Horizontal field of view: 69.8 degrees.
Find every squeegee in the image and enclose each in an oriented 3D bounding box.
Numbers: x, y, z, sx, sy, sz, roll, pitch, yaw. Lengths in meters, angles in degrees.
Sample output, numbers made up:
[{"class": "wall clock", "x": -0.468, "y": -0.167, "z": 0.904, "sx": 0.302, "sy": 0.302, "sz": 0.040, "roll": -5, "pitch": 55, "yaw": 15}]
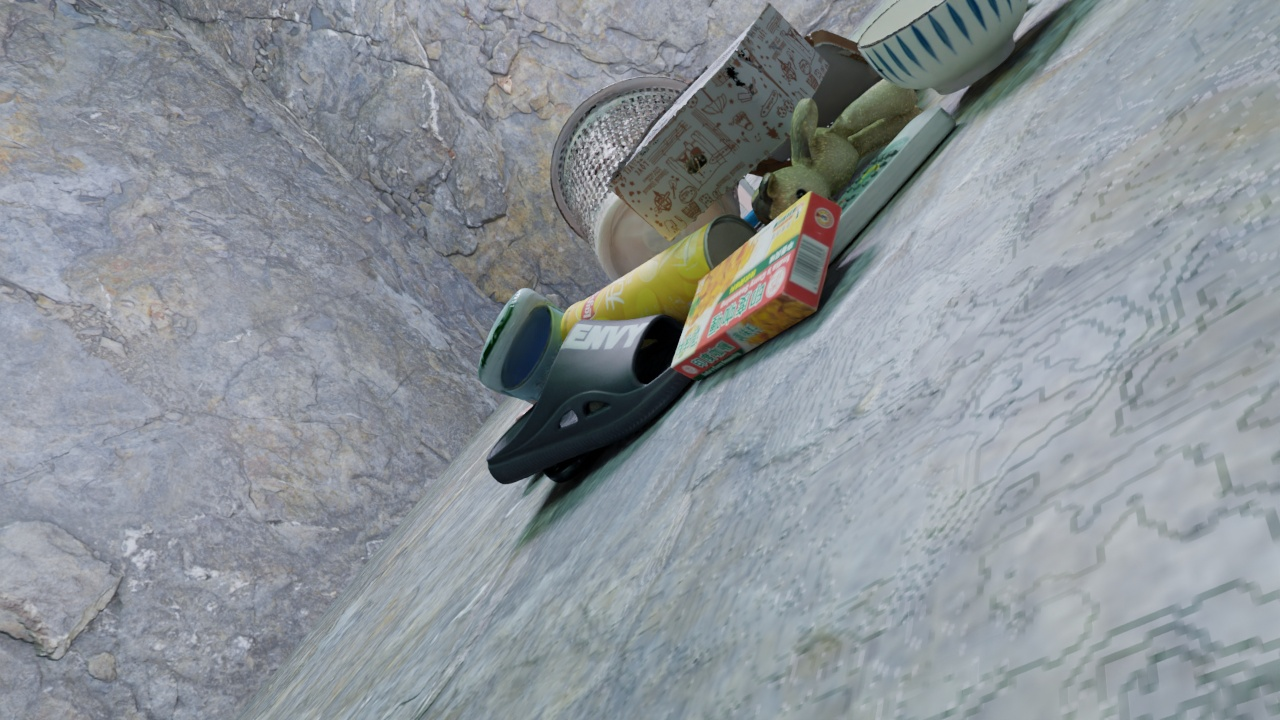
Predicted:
[{"class": "squeegee", "x": 0.072, "y": -0.144, "z": 1.239, "sx": 0.250, "sy": 0.040, "sz": 0.247, "roll": -51, "pitch": 23, "yaw": 17}]

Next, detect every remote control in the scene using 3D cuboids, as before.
[{"class": "remote control", "x": -0.065, "y": 0.084, "z": 0.821, "sx": 0.053, "sy": 0.024, "sz": 0.136, "roll": -40, "pitch": 14, "yaw": -8}, {"class": "remote control", "x": 0.155, "y": -0.115, "z": 0.621, "sx": 0.135, "sy": 0.019, "sz": 0.056, "roll": -48, "pitch": 6, "yaw": -1}]

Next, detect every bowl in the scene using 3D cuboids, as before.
[{"class": "bowl", "x": 0.218, "y": -0.230, "z": 0.639, "sx": 0.116, "sy": 0.066, "sz": 0.116, "roll": -37, "pitch": 17, "yaw": 13}]

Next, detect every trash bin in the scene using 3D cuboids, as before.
[{"class": "trash bin", "x": 0.019, "y": -0.171, "z": 1.004, "sx": 0.228, "sy": 0.227, "sz": 0.191, "roll": -45, "pitch": 29, "yaw": 21}]

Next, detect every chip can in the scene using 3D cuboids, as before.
[{"class": "chip can", "x": 0.015, "y": -0.052, "z": 0.795, "sx": 0.214, "sy": 0.072, "sz": 0.071, "roll": -26, "pitch": 21, "yaw": 50}]

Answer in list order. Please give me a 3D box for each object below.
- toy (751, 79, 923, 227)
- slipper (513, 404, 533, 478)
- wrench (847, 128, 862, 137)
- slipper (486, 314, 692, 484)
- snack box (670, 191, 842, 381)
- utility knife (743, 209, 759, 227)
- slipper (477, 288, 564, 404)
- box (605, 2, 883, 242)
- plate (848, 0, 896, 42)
[{"class": "toy", "x": 0.147, "y": -0.150, "z": 0.681, "sx": 0.157, "sy": 0.066, "sz": 0.105, "roll": -40, "pitch": -38, "yaw": -14}, {"class": "slipper", "x": -0.104, "y": 0.057, "z": 1.098, "sx": 0.114, "sy": 0.054, "sz": 0.273, "roll": -49, "pitch": 5, "yaw": 20}, {"class": "wrench", "x": 0.241, "y": -0.265, "z": 0.958, "sx": 0.272, "sy": 0.016, "sz": 0.056, "roll": -51, "pitch": 4, "yaw": -26}, {"class": "slipper", "x": -0.052, "y": 0.023, "z": 0.764, "sx": 0.269, "sy": 0.083, "sz": 0.110, "roll": -30, "pitch": 18, "yaw": 36}, {"class": "snack box", "x": 0.073, "y": -0.044, "z": 0.612, "sx": 0.156, "sy": 0.027, "sz": 0.076, "roll": -36, "pitch": 32, "yaw": 61}, {"class": "utility knife", "x": 0.153, "y": -0.186, "z": 1.046, "sx": 0.217, "sy": 0.018, "sz": 0.034, "roll": -46, "pitch": 5, "yaw": 22}, {"class": "slipper", "x": -0.080, "y": 0.004, "z": 0.928, "sx": 0.104, "sy": 0.074, "sz": 0.245, "roll": -59, "pitch": -24, "yaw": 2}, {"class": "box", "x": 0.102, "y": -0.219, "z": 0.826, "sx": 0.272, "sy": 0.125, "sz": 0.179, "roll": -28, "pitch": -5, "yaw": -45}, {"class": "plate", "x": 0.256, "y": -0.330, "z": 0.900, "sx": 0.267, "sy": 0.034, "sz": 0.161, "roll": -39, "pitch": 16, "yaw": 45}]
